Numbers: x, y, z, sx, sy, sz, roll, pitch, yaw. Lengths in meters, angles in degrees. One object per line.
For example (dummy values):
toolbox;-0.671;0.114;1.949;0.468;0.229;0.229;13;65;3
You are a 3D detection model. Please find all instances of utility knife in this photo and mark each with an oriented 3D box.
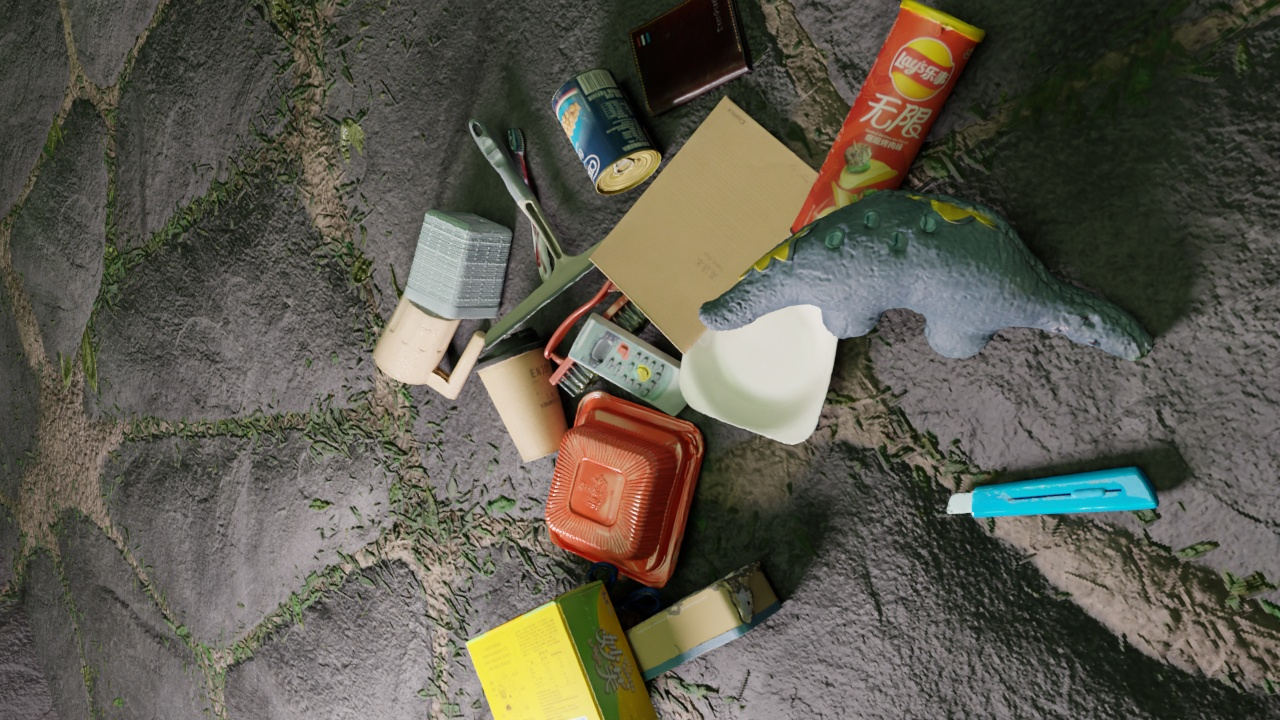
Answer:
utility knife;0.333;0.113;0.760;0.167;0.018;0.034;-14;88;39

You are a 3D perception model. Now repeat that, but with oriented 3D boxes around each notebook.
notebook;0.064;-0.132;0.893;0.212;0.012;0.149;-48;67;12

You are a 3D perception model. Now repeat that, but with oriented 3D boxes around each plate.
plate;0.118;-0.012;0.895;0.164;0.034;0.164;19;107;33

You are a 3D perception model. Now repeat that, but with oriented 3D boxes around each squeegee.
squeegee;-0.129;-0.177;1.041;0.247;0.039;0.246;-37;72;13

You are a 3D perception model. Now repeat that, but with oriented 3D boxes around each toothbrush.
toothbrush;-0.129;-0.181;1.070;0.016;0.017;0.187;-13;88;34

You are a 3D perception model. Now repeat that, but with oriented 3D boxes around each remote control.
remote control;-0.006;0.006;0.959;0.135;0.019;0.056;31;119;-4

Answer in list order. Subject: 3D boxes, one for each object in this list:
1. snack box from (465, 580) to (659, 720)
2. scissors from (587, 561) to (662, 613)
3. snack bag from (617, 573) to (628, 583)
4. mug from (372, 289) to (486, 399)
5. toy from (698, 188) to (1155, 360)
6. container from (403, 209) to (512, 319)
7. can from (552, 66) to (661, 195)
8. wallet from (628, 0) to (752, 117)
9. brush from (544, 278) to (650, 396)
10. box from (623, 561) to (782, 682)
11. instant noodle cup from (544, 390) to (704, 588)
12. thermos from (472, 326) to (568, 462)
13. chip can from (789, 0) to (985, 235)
snack box;-0.091;0.345;0.993;0.211;0.069;0.157;-37;72;45
scissors;-0.043;0.266;1.023;0.170;0.012;0.147;-11;127;37
snack bag;-0.033;0.199;1.043;0.045;0.026;0.105;-41;71;35
mug;-0.265;-0.024;1.164;0.124;0.084;0.104;34;116;2
toy;0.223;-0.067;0.739;0.357;0.091;0.138;7;110;16
container;-0.216;-0.117;1.102;0.090;0.089;0.111;25;108;32
can;-0.037;-0.240;0.956;0.075;0.075;0.111;-37;74;34
wallet;0.048;-0.311;0.919;0.123;0.020;0.096;-17;86;35
brush;-0.047;-0.032;1.000;0.069;0.063;0.146;47;120;8
box;0.054;0.274;0.950;0.185;0.089;0.059;-41;72;36
instant noodle cup;-0.027;0.137;0.986;0.165;0.079;0.189;15;94;28
thermos;-0.132;0.040;1.063;0.093;0.092;0.143;-21;91;37
chip can;0.204;-0.190;0.782;0.073;0.073;0.217;39;117;27
